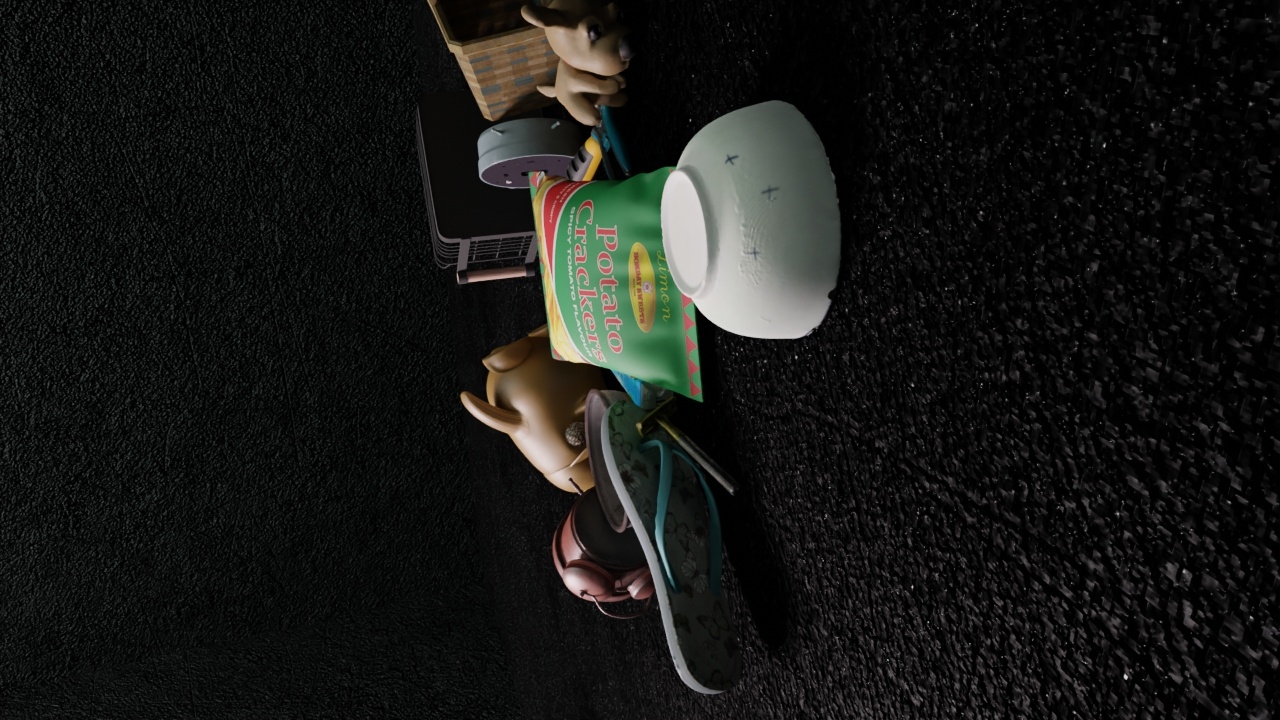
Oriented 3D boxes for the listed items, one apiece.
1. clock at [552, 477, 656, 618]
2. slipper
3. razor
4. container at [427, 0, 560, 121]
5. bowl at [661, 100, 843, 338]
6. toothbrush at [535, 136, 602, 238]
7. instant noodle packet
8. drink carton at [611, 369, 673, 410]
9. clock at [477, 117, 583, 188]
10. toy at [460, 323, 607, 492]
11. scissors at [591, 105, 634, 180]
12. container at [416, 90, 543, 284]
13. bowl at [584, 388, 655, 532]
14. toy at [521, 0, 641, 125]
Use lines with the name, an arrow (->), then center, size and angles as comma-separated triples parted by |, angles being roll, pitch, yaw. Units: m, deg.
clock -> -0.028, 0.204, 0.986 | 0.072, 0.120, 0.157 | 113, 153, -49
slipper -> 0.041, 0.148, 0.798 | 0.055, 0.098, 0.268 | -37, 61, 35
razor -> 0.046, 0.076, 0.777 | 0.106, 0.042, 0.026 | 43, 158, 29
container -> -0.156, -0.403, 1.009 | 0.249, 0.157, 0.187 | -118, 13, -47
bowl -> 0.061, -0.085, 0.588 | 0.153, 0.072, 0.153 | 170, 90, -73
toothbrush -> -0.080, -0.189, 1.029 | 0.197, 0.030, 0.031 | -46, 57, 55
instant noodle packet -> -0.030, -0.078, 0.849 | 0.253, 0.090, 0.196 | 15, 115, 53
drink carton -> -0.005, 0.005, 0.918 | 0.129, 0.044, 0.039 | -128, 32, -57
clock -> -0.123, -0.232, 1.051 | 0.159, 0.122, 0.045 | 115, 148, -86
toy -> -0.091, 0.062, 1.087 | 0.163, 0.198, 0.203 | -17, 103, 57
scissors -> -0.029, -0.227, 0.909 | 0.137, 0.019, 0.129 | -158, 68, -63
container -> -0.210, -0.242, 1.249 | 0.130, 0.162, 0.241 | 133, 127, -70
bowl -> -0.005, 0.095, 0.926 | 0.145, 0.067, 0.145 | 170, 90, -74
toy -> -0.050, -0.277, 0.829 | 0.106, 0.133, 0.108 | 23, 135, 19
